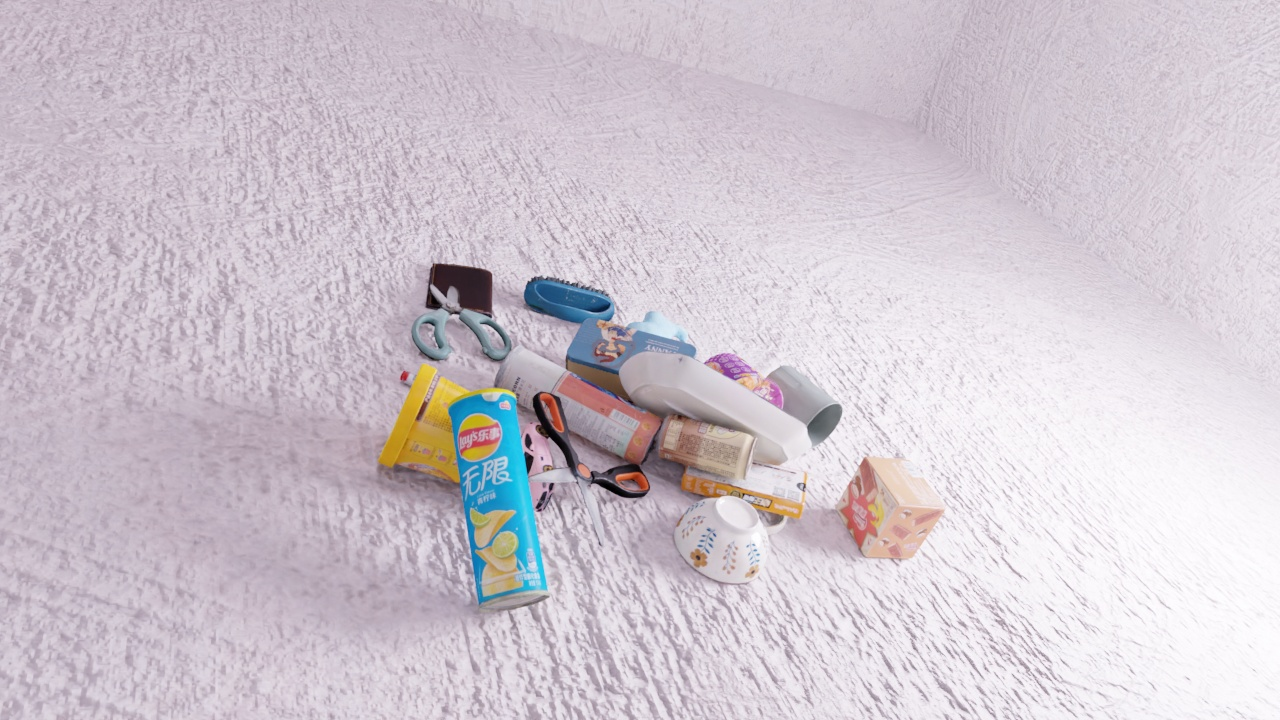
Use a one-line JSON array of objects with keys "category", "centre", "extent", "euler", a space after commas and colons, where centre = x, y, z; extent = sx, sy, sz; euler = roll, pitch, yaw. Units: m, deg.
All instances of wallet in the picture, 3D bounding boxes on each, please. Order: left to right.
[{"category": "wallet", "centre": [-0.269, -0.105, 1.370], "extent": [0.096, 0.020, 0.122], "euler": [7, 33, -14]}]

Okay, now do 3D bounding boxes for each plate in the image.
[{"category": "plate", "centre": [0.092, 0.073, 1.175], "extent": [0.265, 0.162, 0.034], "euler": [30, 61, -16]}]

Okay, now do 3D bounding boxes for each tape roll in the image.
[{"category": "tape roll", "centre": [0.144, 0.187, 1.165], "extent": [0.085, 0.014, 0.085], "euler": [16, 30, -10]}]

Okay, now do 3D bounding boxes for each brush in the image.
[{"category": "brush", "centre": [-0.108, -0.086, 1.405], "extent": [0.143, 0.055, 0.073], "euler": [14, 29, -14]}]

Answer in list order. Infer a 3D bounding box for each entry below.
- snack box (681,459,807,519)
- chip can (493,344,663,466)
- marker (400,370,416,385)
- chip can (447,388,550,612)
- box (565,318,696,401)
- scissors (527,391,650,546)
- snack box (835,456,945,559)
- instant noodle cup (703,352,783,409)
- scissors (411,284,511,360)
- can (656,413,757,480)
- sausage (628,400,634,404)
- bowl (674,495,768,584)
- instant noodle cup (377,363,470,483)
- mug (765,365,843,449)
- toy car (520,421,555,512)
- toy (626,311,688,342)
[{"category": "snack box", "centre": [0.132, 0.153, 1.163], "extent": [0.154, 0.026, 0.075], "euler": [13, 27, 8]}, {"category": "chip can", "centre": [-0.078, 0.058, 1.173], "extent": [0.215, 0.071, 0.071], "euler": [27, 30, 8]}, {"category": "marker", "centre": [-0.232, 0.046, 1.148], "extent": [0.145, 0.017, 0.017], "euler": [22, 30, 1]}, {"category": "chip can", "centre": [-0.141, 0.137, 0.910], "extent": [0.071, 0.071, 0.210], "euler": [1, 65, -32]}, {"category": "box", "centre": [-0.008, 0.007, 1.262], "extent": [0.184, 0.062, 0.089], "euler": [12, 48, 12]}, {"category": "scissors", "centre": [-0.066, 0.125, 1.056], "extent": [0.220, 0.022, 0.233], "euler": [23, 30, -45]}, {"category": "snack box", "centre": [0.321, 0.191, 1.190], "extent": [0.077, 0.095, 0.092], "euler": [7, 33, -24]}, {"category": "instant noodle cup", "centre": [0.131, 0.046, 1.296], "extent": [0.111, 0.112, 0.099], "euler": [7, 28, -24]}, {"category": "scissors", "centre": [-0.243, -0.050, 1.284], "extent": [0.172, 0.019, 0.176], "euler": [13, 36, -14]}, {"category": "can", "centre": [0.082, 0.107, 1.140], "extent": [0.116, 0.059, 0.058], "euler": [15, 28, 13]}, {"category": "sausage", "centre": [-0.030, 0.021, 1.314], "extent": [0.021, 0.021, 0.165], "euler": [0, 36, -32]}, {"category": "bowl", "centre": [0.101, 0.199, 1.070], "extent": [0.113, 0.062, 0.113], "euler": [15, 32, -10]}, {"category": "instant noodle cup", "centre": [-0.213, 0.079, 1.015], "extent": [0.114, 0.119, 0.118], "euler": [23, 29, -12]}, {"category": "mug", "centre": [0.215, 0.075, 1.340], "extent": [0.123, 0.084, 0.103], "euler": [-28, 51, -22]}, {"category": "toy car", "centre": [-0.124, 0.120, 1.057], "extent": [0.037, 0.056, 0.122], "euler": [12, 31, -23]}, {"category": "toy", "centre": [0.036, -0.002, 1.357], "extent": [0.156, 0.050, 0.161], "euler": [43, 42, 14]}]
